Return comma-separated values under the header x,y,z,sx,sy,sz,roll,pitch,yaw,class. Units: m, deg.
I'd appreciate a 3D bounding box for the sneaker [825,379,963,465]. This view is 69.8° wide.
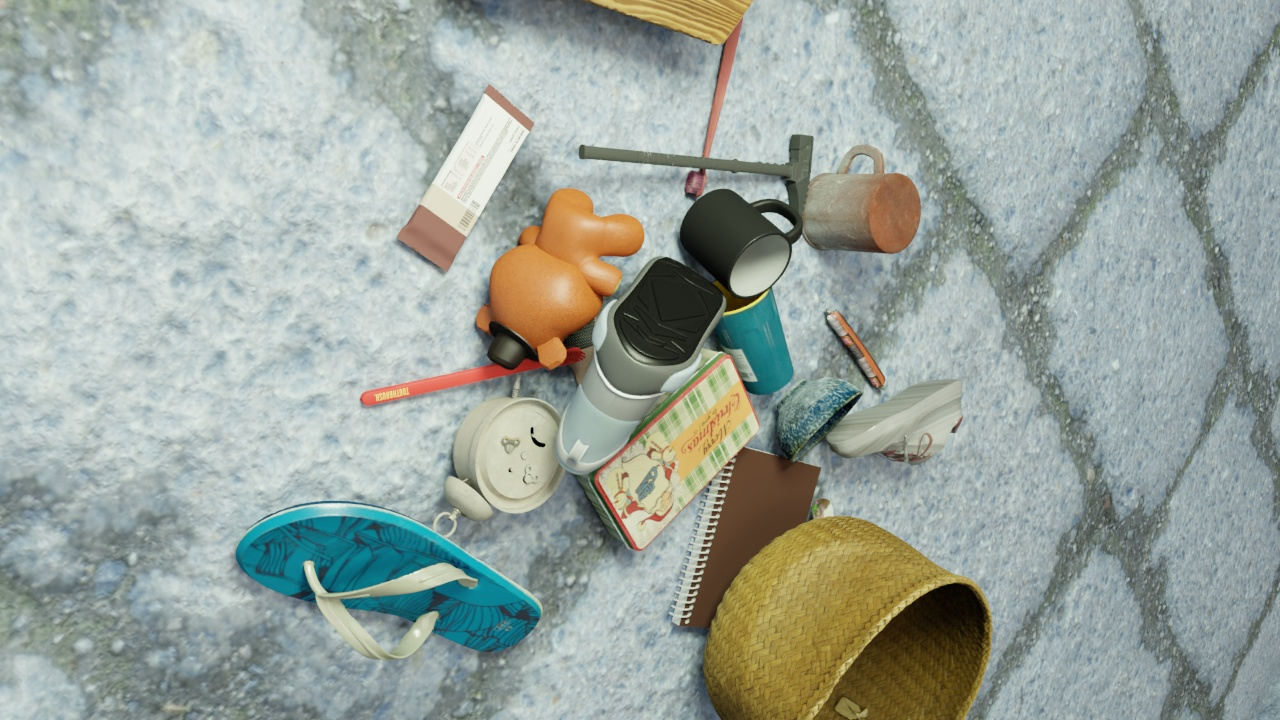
x,y,z,sx,sy,sz,roll,pitch,yaw,class
0.329,0.094,1.147,0.235,0.099,0.089,-19,95,-34,sneaker

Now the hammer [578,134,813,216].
x,y,z,sx,sy,sz,roll,pitch,yaw,class
0.067,-0.192,0.927,0.324,0.015,0.095,-6,105,-42,hammer

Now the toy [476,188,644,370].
x,y,z,sx,sy,sz,roll,pitch,yaw,class
-0.079,-0.071,0.811,0.175,0.112,0.096,-52,155,-15,toy

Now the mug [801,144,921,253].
x,y,z,sx,sy,sz,roll,pitch,yaw,class
0.249,-0.182,1.030,0.096,0.110,0.123,4,97,-42,mug

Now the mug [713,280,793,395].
x,y,z,sx,sy,sz,roll,pitch,yaw,class
0.120,-0.026,0.987,0.078,0.078,0.121,-41,125,-24,mug

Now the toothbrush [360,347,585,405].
x,y,z,sx,sy,sz,roll,pitch,yaw,class
-0.143,0.014,0.822,0.212,0.018,0.012,-13,111,-30,toothbrush

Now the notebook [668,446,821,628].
x,y,z,sx,sy,sz,roll,pitch,yaw,class
0.124,0.209,1.066,0.171,0.022,0.209,17,88,-39,notebook

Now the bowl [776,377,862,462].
x,y,z,sx,sy,sz,roll,pitch,yaw,class
0.194,0.057,1.054,0.114,0.061,0.114,-39,162,-15,bowl

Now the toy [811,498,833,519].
x,y,z,sx,sy,sz,roll,pitch,yaw,class
0.227,0.230,1.134,0.079,0.038,0.123,-49,132,-24,toy

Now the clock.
x,y,z,sx,sy,sz,roll,pitch,yaw,class
-0.135,0.096,0.828,0.156,0.061,0.103,-50,127,-27,clock

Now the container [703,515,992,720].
x,y,z,sx,sy,sz,roll,pitch,yaw,class
0.223,0.334,1.027,0.306,0.196,0.307,-15,119,-28,container

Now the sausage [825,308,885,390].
x,y,z,sx,sy,sz,roll,pitch,yaw,class
0.267,-0.013,1.130,0.020,0.020,0.155,-53,124,-16,sausage

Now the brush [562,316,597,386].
x,y,z,sx,sy,sz,roll,pitch,yaw,class
-0.057,-0.002,0.894,0.049,0.015,0.136,-19,109,-32,brush

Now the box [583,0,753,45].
x,y,z,sx,sy,sz,roll,pitch,yaw,class
-0.011,-0.512,0.768,0.278,0.287,0.336,5,54,-36,box

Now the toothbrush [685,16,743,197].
x,y,z,sx,sy,sz,roll,pitch,yaw,class
0.075,-0.262,0.941,0.016,0.016,0.190,12,92,-33,toothbrush

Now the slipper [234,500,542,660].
x,y,z,sx,sy,sz,roll,pitch,yaw,class
-0.195,0.200,0.780,0.118,0.060,0.294,-45,129,11,slipper

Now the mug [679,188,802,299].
x,y,z,sx,sy,sz,roll,pitch,yaw,class
0.110,-0.126,0.928,0.113,0.088,0.078,-27,141,-17,mug

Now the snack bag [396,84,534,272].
x,y,z,sx,sy,sz,roll,pitch,yaw,class
-0.150,-0.158,0.796,0.057,0.013,0.157,35,78,-38,snack bag

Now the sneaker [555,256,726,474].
x,y,z,sx,sy,sz,roll,pitch,yaw,class
-0.004,0.004,0.863,0.093,0.256,0.161,33,115,1,sneaker

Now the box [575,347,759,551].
x,y,z,sx,sy,sz,roll,pitch,yaw,class
0.031,0.089,0.950,0.205,0.051,0.118,-41,126,-25,box
